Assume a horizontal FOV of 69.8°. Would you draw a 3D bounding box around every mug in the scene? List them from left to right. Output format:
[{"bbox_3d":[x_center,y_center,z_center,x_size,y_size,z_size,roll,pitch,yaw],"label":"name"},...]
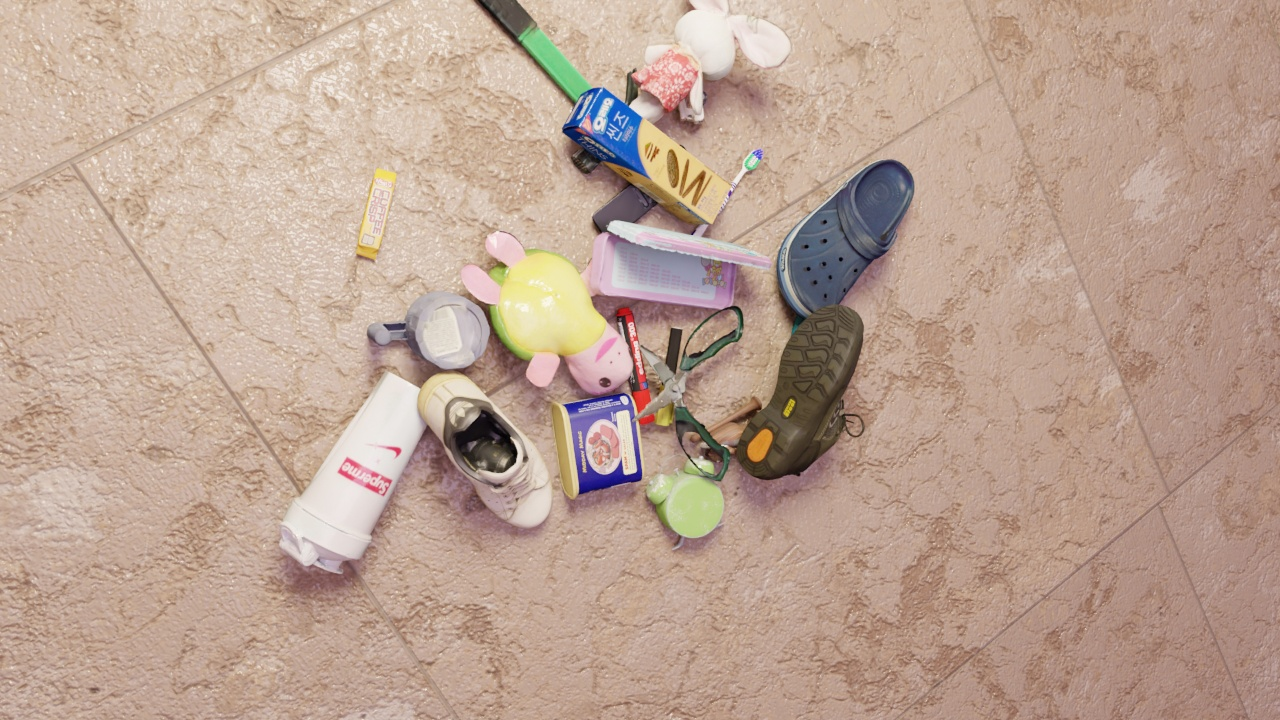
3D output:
[{"bbox_3d":[-0.234,-0.032,1.008,0.123,0.104,0.084,-4,97,-19],"label":"mug"}]

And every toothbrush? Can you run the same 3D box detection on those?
[{"bbox_3d":[0.097,-0.194,1.155,0.015,0.016,0.186,39,82,-18],"label":"toothbrush"}]

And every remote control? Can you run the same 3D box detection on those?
[{"bbox_3d":[0.005,-0.205,1.120,0.151,0.020,0.041,-41,111,-13],"label":"remote control"}]

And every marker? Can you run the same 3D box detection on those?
[{"bbox_3d":[-0.007,0.007,1.133,0.021,0.023,0.145,-9,100,19],"label":"marker"},{"bbox_3d":[0.038,0.020,1.152,0.021,0.017,0.124,9,91,-20],"label":"marker"}]

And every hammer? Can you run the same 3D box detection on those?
[{"bbox_3d":[-0.127,-0.374,1.054,0.319,0.032,0.130,45,81,-17],"label":"hammer"}]

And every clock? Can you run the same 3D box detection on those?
[{"bbox_3d":[0.060,0.175,1.161,0.094,0.042,0.119,-26,102,-16],"label":"clock"}]

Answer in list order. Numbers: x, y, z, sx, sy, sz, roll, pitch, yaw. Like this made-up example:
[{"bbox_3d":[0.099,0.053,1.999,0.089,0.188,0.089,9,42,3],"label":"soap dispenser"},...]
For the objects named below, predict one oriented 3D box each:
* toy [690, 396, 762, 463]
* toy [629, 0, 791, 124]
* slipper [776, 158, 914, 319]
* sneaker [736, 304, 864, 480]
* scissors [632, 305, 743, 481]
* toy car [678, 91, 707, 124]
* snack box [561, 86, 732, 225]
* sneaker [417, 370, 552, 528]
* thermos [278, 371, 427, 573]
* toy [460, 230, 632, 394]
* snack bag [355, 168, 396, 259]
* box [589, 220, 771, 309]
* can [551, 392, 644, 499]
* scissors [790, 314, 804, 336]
[{"bbox_3d":[0.117,0.093,1.175,0.101,0.042,0.055,-29,81,-6],"label":"toy"},{"bbox_3d":[0.062,-0.348,1.058,0.159,0.084,0.194,42,91,7],"label":"toy"},{"bbox_3d":[0.269,-0.166,1.170,0.105,0.095,0.252,42,74,-14],"label":"slipper"},{"bbox_3d":[0.233,0.054,1.155,0.142,0.101,0.238,20,103,-44],"label":"sneaker"},{"bbox_3d":[0.081,0.035,1.131,0.201,0.015,0.202,-43,109,-17],"label":"scissors"},{"bbox_3d":[0.057,-0.346,1.118,0.039,0.039,0.113,-10,98,3],"label":"toy car"},{"bbox_3d":[0.010,-0.235,1.072,0.206,0.057,0.056,32,83,-27],"label":"snack box"},{"bbox_3d":[-0.151,0.114,1.021,0.088,0.102,0.241,-43,130,-15],"label":"sneaker"},{"bbox_3d":[-0.308,0.121,1.004,0.099,0.099,0.220,31,80,-19],"label":"thermos"},{"bbox_3d":[-0.099,-0.052,1.062,0.238,0.088,0.189,38,59,-24],"label":"toy"},{"bbox_3d":[-0.294,-0.163,1.020,0.026,0.020,0.099,14,90,-21],"label":"snack bag"},{"bbox_3d":[0.054,-0.109,1.074,0.213,0.093,0.089,5,93,-39],"label":"box"},{"bbox_3d":[-0.051,0.100,1.109,0.092,0.056,0.116,-10,98,-19],"label":"can"},{"bbox_3d":[0.226,-0.057,1.210,0.124,0.019,0.156,-40,104,-14],"label":"scissors"}]
